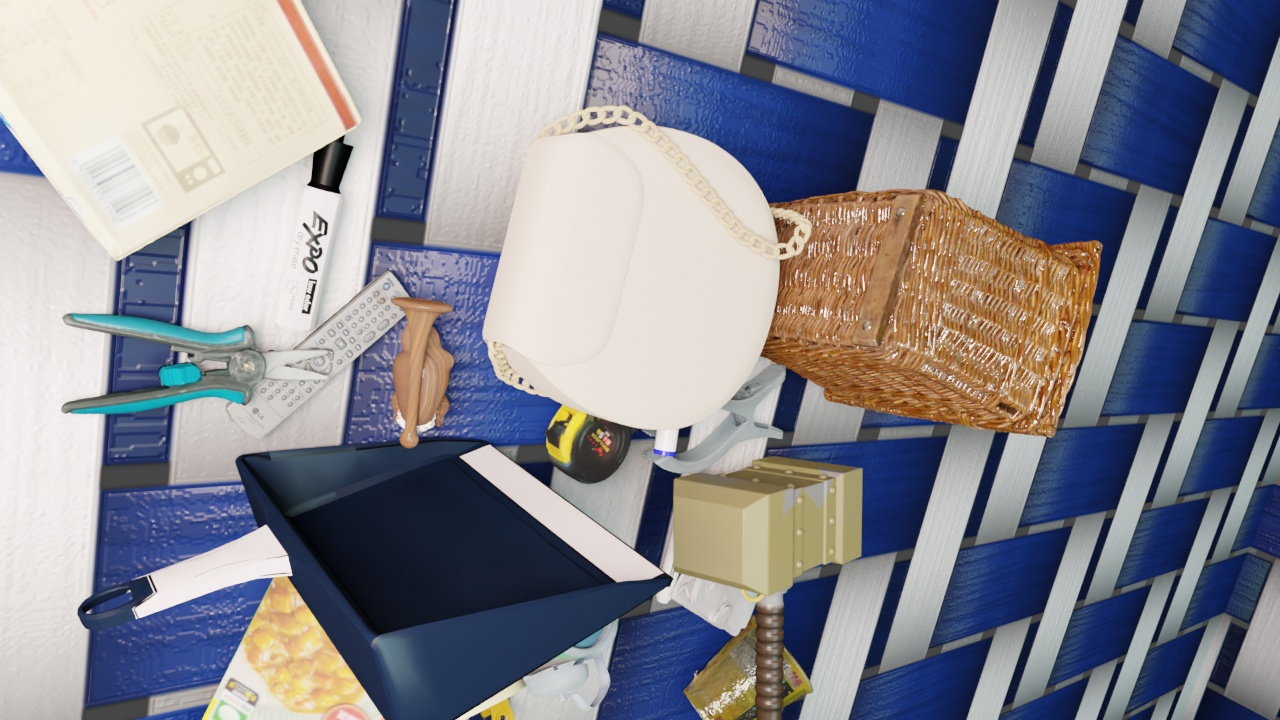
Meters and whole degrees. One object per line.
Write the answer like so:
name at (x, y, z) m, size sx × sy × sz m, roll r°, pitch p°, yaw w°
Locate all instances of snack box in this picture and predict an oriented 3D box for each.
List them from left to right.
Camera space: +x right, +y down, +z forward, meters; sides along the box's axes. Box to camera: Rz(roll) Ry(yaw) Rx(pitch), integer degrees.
snack box at (-0.259, -0.179, 0.456) m, size 0.153 × 0.055 × 0.207 m, roll -38°, pitch 127°, yaw -21°
snack box at (-0.214, 0.226, 0.621) m, size 0.168 × 0.132 × 0.027 m, roll -63°, pitch 175°, yaw 0°

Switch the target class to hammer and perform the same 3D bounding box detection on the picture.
hammer at (0.120, 0.264, 0.846) m, size 0.189 × 0.101 × 0.325 m, roll -5°, pitch 96°, yaw -48°

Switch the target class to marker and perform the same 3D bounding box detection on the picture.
marker at (-0.200, -0.080, 0.564) m, size 0.025 × 0.025 × 0.126 m, roll 8°, pitch 103°, yaw -41°
marker at (0.029, 0.009, 0.773) m, size 0.020 × 0.020 × 0.141 m, roll 8°, pitch 91°, yaw -41°
marker at (0.035, 0.167, 0.864) m, size 0.020 × 0.017 × 0.134 m, roll 13°, pitch 101°, yaw -4°

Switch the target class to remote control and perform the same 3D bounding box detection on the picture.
remote control at (-0.207, -0.004, 0.598) m, size 0.136 × 0.013 × 0.033 m, roll -43°, pitch 129°, yaw -17°

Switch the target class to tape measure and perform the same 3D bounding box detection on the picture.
tape measure at (-0.042, 0.061, 0.741) m, size 0.072 × 0.042 × 0.071 m, roll -53°, pitch 133°, yaw -15°

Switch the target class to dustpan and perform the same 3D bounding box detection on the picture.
dustpan at (-0.162, 0.108, 0.531) m, size 0.272 × 0.236 × 0.080 m, roll -25°, pitch 121°, yaw -30°

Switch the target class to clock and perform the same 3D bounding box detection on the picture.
clock at (-0.072, 0.191, 0.702) m, size 0.161 × 0.075 × 0.121 m, roll 63°, pitch 23°, yaw -4°

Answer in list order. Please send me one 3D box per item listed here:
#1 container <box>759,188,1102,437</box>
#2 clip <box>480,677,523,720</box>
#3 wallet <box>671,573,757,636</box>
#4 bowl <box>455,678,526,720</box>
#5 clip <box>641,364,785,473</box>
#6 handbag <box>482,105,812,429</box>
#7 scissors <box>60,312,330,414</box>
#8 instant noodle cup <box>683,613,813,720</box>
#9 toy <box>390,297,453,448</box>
container at (0.206, -0.049, 0.761) m, size 0.183 × 0.250 × 0.162 m, roll 21°, pitch 83°, yaw -32°
clip at (-0.121, 0.290, 0.778) m, size 0.052 × 0.035 × 0.046 m, roll -14°, pitch 109°, yaw -36°
wallet at (0.083, 0.218, 0.901) m, size 0.116 × 0.032 × 0.086 m, roll 39°, pitch 70°, yaw -46°
bowl at (-0.154, 0.236, 0.692) m, size 0.117 × 0.118 × 0.074 m, roll -16°, pitch 75°, yaw -34°
clip at (0.071, 0.071, 0.847) m, size 0.163 × 0.028 × 0.108 m, roll -19°, pitch 119°, yaw -31°
handbag at (0.003, -0.058, 0.661) m, size 0.208 × 0.103 × 0.210 m, roll 15°, pitch 88°, yaw -30°
scissors at (-0.267, 0.004, 0.543) m, size 0.149 × 0.019 × 0.122 m, roll -39°, pitch 119°, yaw -20°
instant noodle cup at (0.107, 0.334, 0.945) m, size 0.108 × 0.102 × 0.102 m, roll -36°, pitch 127°, yaw -11°
toy at (-0.149, 0.006, 0.624) m, size 0.041 × 0.054 × 0.102 m, roll 8°, pitch 103°, yaw -3°
